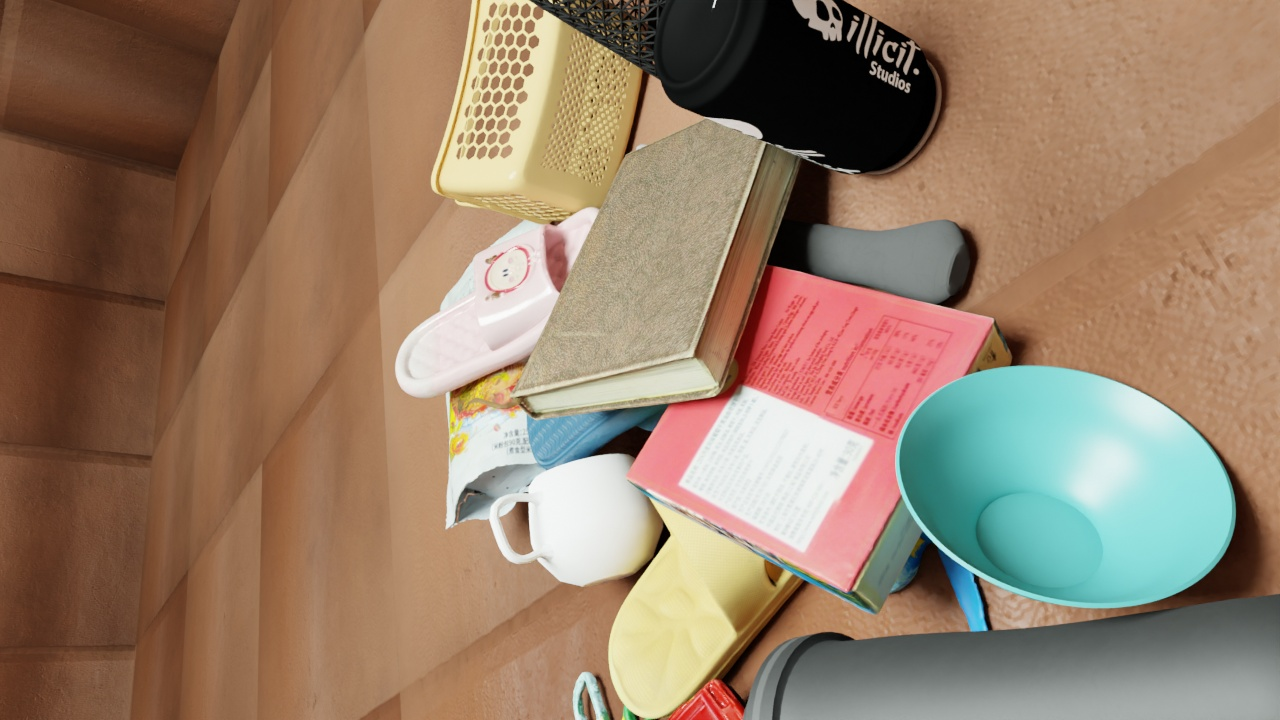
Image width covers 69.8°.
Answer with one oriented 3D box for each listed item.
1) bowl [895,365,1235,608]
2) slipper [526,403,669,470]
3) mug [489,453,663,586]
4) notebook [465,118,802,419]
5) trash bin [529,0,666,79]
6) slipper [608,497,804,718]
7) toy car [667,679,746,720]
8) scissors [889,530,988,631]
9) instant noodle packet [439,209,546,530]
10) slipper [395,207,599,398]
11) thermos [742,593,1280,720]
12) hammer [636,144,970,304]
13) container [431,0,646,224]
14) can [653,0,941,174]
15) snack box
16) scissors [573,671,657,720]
[{"bbox_3d":[0.166,0.060,0.374,0.121,0.121,0.046,-124,17,-45],"label":"bowl"},{"bbox_3d":[-0.004,0.004,0.609,0.214,0.059,0.103,-37,52,36],"label":"slipper"},{"bbox_3d":[-0.043,0.110,0.609,0.090,0.123,0.076,-34,65,45],"label":"mug"},{"bbox_3d":[-0.002,-0.059,0.558,0.191,0.034,0.214,-12,46,42],"label":"notebook"},{"bbox_3d":[-0.016,-0.309,0.582,0.218,0.242,0.216,-20,65,51],"label":"trash bin"},{"bbox_3d":[0.041,0.105,0.534,0.099,0.078,0.264,50,120,44],"label":"slipper"},{"bbox_3d":[0.019,0.276,0.534,0.081,0.056,0.190,47,116,41],"label":"toy car"},{"bbox_3d":[0.145,0.078,0.451,0.130,0.013,0.125,-40,51,42],"label":"scissors"},{"bbox_3d":[-0.126,-0.001,0.775,0.147,0.057,0.268,-35,46,26],"label":"instant noodle packet"},{"bbox_3d":[-0.112,-0.043,0.722,0.222,0.055,0.106,-32,43,19],"label":"slipper"},{"bbox_3d":[0.148,0.147,0.359,0.219,0.105,0.105,-28,58,42],"label":"thermos"},{"bbox_3d":[0.072,-0.072,0.582,0.311,0.029,0.125,20,96,54],"label":"hammer"},{"bbox_3d":[-0.094,-0.213,0.766,0.167,0.129,0.183,16,94,48],"label":"container"},{"bbox_3d":[0.084,-0.152,0.483,0.080,0.145,0.080,-20,65,51],"label":"can"},{"bbox_3d":[0.085,0.030,0.460,0.145,0.040,0.142,21,75,43],"label":"snack box"},{"bbox_3d":[-0.020,0.268,0.628,0.117,0.012,0.129,6,87,51],"label":"scissors"}]
